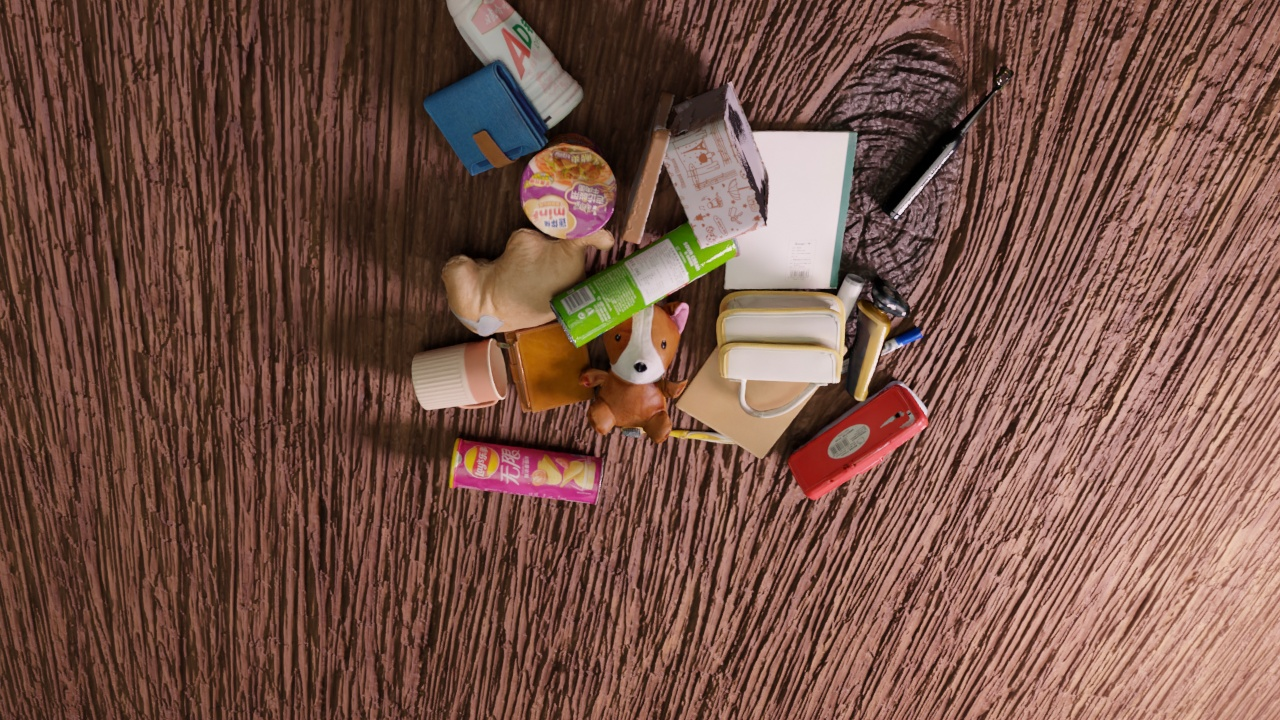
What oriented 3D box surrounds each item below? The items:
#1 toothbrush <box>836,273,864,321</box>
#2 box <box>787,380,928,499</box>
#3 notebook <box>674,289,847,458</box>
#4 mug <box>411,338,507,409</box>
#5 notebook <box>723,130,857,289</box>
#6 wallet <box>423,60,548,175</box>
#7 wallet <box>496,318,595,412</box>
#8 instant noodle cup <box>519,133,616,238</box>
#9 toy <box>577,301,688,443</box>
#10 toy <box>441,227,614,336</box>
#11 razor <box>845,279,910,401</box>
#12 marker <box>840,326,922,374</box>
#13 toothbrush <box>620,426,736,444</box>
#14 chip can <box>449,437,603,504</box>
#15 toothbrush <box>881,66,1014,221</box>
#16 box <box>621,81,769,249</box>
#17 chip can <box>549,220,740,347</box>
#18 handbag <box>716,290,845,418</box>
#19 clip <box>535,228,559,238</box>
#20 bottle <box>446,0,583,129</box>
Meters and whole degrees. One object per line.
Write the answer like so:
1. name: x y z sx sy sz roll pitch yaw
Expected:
1. toothbrush: 0.246 -0.016 1.242 0.026 0.026 0.221 2 123 -28
2. box: 0.315 0.119 1.304 0.202 0.095 0.099 -38 142 17
3. notebook: 0.162 0.024 1.254 0.148 0.008 0.208 32 116 -4
4. mug: -0.236 0.028 1.228 0.106 0.081 0.115 -9 145 6
5. notebook: 0.184 -0.184 1.148 0.150 0.012 0.209 0 120 -2
6. wallet: -0.176 -0.270 1.039 0.133 0.040 0.106 -7 126 43
7. wallet: -0.126 0.007 1.230 0.119 0.035 0.131 -12 122 -8
8. instant noodle cup: -0.082 -0.212 1.074 0.111 0.099 0.112 0 120 0
9. toy: -0.007 0.007 1.199 0.140 0.130 0.200 8 110 -7
10. toy: -0.131 -0.104 1.142 0.226 0.082 0.143 -21 143 8
11. razor: 0.307 -0.023 1.212 0.068 0.062 0.168 15 117 12
12. marker: 0.314 -0.008 1.254 0.146 0.016 0.017 -26 118 13
13. toothbrush: 0.067 0.109 1.314 0.191 0.018 0.016 6 122 -5
14. chip can: -0.162 0.158 1.307 0.210 0.071 0.071 8 120 -7
15. toothbrush: 0.369 -0.259 1.102 0.027 0.026 0.213 17 121 -37
16. box: 0.040 -0.212 1.026 0.169 0.181 0.151 -20 115 19
17. chip can: 0.004 -0.101 1.120 0.236 0.072 0.072 -30 118 -4
18. handbag: 0.183 0.002 1.205 0.163 0.063 0.179 2 117 12
19. clip: -0.112 -0.158 1.150 0.057 0.028 0.024 -17 119 19
20. bottle: -0.149 -0.348 1.012 0.068 0.068 0.197 -36 112 18
